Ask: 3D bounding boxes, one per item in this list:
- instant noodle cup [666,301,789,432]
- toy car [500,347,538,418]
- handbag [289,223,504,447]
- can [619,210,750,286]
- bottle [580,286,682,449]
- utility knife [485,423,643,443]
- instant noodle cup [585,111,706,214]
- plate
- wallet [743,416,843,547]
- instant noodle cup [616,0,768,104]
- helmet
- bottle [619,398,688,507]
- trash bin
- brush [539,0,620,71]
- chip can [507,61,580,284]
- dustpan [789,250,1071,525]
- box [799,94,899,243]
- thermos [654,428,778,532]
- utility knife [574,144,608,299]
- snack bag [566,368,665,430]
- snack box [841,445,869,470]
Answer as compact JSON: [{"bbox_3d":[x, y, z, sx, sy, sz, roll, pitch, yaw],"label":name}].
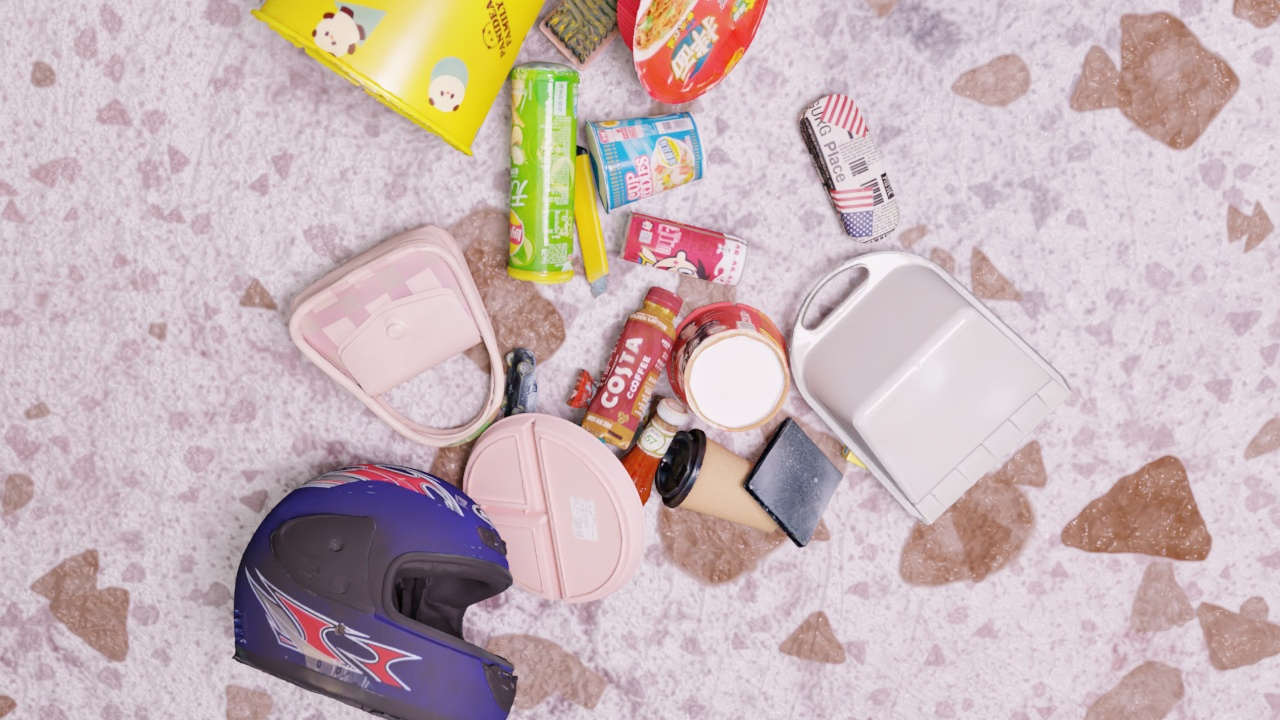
[{"bbox_3d":[0.096,0.010,0.981,0.138,0.108,0.138,0,101,0],"label":"instant noodle cup"},{"bbox_3d":[-0.132,0.030,1.020,0.034,0.043,0.091,1,106,-28],"label":"toy car"},{"bbox_3d":[-0.244,-0.012,0.998,0.193,0.093,0.234,-27,108,5],"label":"handbag"},{"bbox_3d":[0.047,-0.119,0.984,0.133,0.053,0.053,14,101,-3],"label":"can"},{"bbox_3d":[-0.006,0.006,0.990,0.057,0.057,0.174,24,83,-5],"label":"bottle"},{"bbox_3d":[-0.071,0.083,1.043,0.218,0.013,0.029,-1,101,-1],"label":"utility knife"},{"bbox_3d":[0.007,-0.212,0.950,0.110,0.099,0.099,-14,101,-5],"label":"instant noodle cup"},{"bbox_3d":[-0.102,0.168,1.002,0.230,0.028,0.230,10,113,24],"label":"plate"},{"bbox_3d":[0.171,0.133,1.013,0.097,0.120,0.019,47,139,-8],"label":"wallet"},{"bbox_3d":[0.044,-0.352,0.893,0.066,0.193,0.194,40,100,26],"label":"instant noodle cup"},{"bbox_3d":[-0.251,0.234,0.948,0.316,0.247,0.240,14,69,16],"label":"helmet"},{"bbox_3d":[-0.011,0.132,1.013,0.060,0.059,0.206,29,110,-6],"label":"bottle"},{"bbox_3d":[-0.193,-0.362,0.860,0.229,0.229,0.255,32,93,-6],"label":"trash bin"},{"bbox_3d":[-0.031,-0.366,0.927,0.063,0.073,0.145,44,93,-8],"label":"brush"},{"bbox_3d":[-0.101,-0.194,0.952,0.072,0.072,0.221,3,105,-1],"label":"chip can"},{"bbox_3d":[0.294,0.012,1.000,0.223,0.142,0.257,-45,126,8],"label":"dustpan"},{"bbox_3d":[0.223,-0.203,0.978,0.068,0.051,0.164,-21,99,14],"label":"box"},{"bbox_3d":[0.091,0.137,1.021,0.143,0.093,0.093,24,100,-13],"label":"thermos"},{"bbox_3d":[-0.059,-0.151,0.996,0.033,0.015,0.171,-5,102,21],"label":"utility knife"},{"bbox_3d":[-0.027,0.046,1.029,0.104,0.026,0.048,21,94,-3],"label":"snack bag"},{"bbox_3d":[0.298,0.065,1.032,0.087,0.033,0.140,25,102,-4],"label":"snack box"}]
